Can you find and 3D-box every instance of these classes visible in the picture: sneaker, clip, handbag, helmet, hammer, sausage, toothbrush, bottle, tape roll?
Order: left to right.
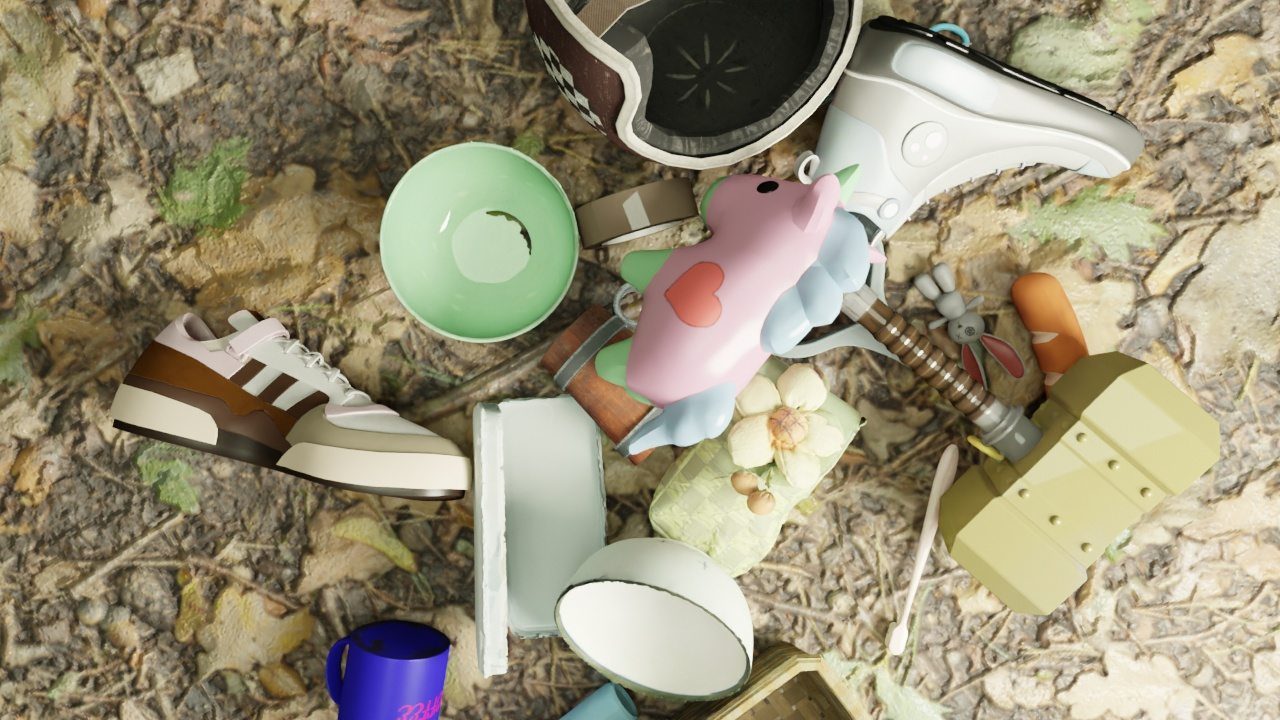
[{"bbox_3d":[-0.260,0.030,0.722,0.294,0.111,0.116,12,81,12],"label":"sneaker"},{"bbox_3d":[-0.063,0.323,0.768,0.130,0.040,0.040,-38,92,3],"label":"bottle"},{"bbox_3d":[-0.003,-0.113,0.708,0.094,0.093,0.030,-16,93,2],"label":"tape roll"},{"bbox_3d":[0.042,-0.254,0.616,0.234,0.253,0.233,43,88,15],"label":"helmet"},{"bbox_3d":[0.088,0.084,0.709,0.113,0.117,0.186,33,94,0],"label":"handbag"},{"bbox_3d":[0.161,-0.072,0.741,0.169,0.031,0.164,9,96,0],"label":"clip"},{"bbox_3d":[0.234,0.156,0.763,0.015,0.018,0.181,16,92,-1],"label":"toothbrush"},{"bbox_3d":[0.225,0.008,0.687,0.325,0.100,0.190,42,104,4],"label":"hammer"},{"bbox_3d":[0.246,-0.147,0.698,0.256,0.093,0.161,15,116,-22],"label":"sneaker"},{"bbox_3d":[0.339,0.008,0.737,0.044,0.039,0.164,-17,94,5],"label":"sausage"}]

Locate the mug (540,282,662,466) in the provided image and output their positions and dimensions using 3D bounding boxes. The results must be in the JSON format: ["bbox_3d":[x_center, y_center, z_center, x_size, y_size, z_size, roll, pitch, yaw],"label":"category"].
[{"bbox_3d":[-0.004,0.004,0.731,0.111,0.081,0.117,44,76,2],"label":"mug"}]

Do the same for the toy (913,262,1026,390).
[{"bbox_3d":[0.262,-0.027,0.741,0.049,0.030,0.111,-34,90,32],"label":"toy"}]

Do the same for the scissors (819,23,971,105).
[{"bbox_3d":[0.204,-0.229,0.737,0.136,0.015,0.055,-18,95,0],"label":"scissors"}]

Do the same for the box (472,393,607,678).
[{"bbox_3d":[-0.089,0.133,0.723,0.130,0.105,0.210,-6,94,-2],"label":"box"}]

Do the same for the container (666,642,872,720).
[{"bbox_3d":[0.074,0.345,0.693,0.250,0.186,0.157,-37,92,3],"label":"container"}]

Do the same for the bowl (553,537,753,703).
[{"bbox_3d":[0.017,0.190,0.706,0.153,0.072,0.154,13,135,13],"label":"bowl"}]

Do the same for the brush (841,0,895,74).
[{"bbox_3d":[0.152,-0.290,0.716,0.059,0.043,0.195,-30,90,3],"label":"brush"}]

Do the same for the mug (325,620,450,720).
[{"bbox_3d":[-0.215,0.264,0.754,0.111,0.079,0.083,12,95,28],"label":"mug"}]

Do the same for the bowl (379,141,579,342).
[{"bbox_3d":[-0.120,-0.090,0.721,0.151,0.077,0.151,0,94,1],"label":"bowl"}]

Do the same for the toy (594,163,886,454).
[{"bbox_3d":[0.066,-0.035,0.631,0.171,0.120,0.222,6,72,33],"label":"toy"}]
